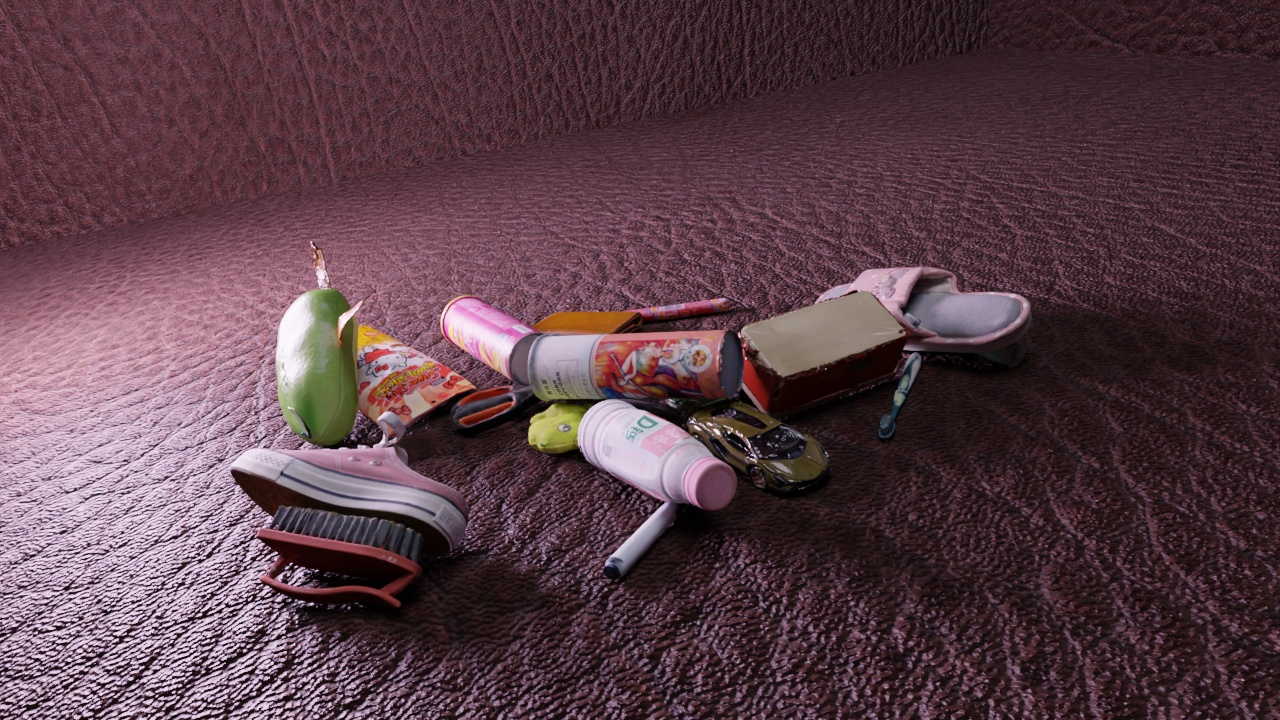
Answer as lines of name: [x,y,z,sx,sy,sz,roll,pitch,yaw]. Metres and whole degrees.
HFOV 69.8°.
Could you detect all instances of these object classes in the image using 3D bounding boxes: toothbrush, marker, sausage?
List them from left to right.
toothbrush: [-0.031,0.044,1.004,0.181,0.016,0.018,9,35,38]
marker: [0.011,0.139,0.760,0.023,0.018,0.130,-39,-1,40]
sausage: [0.049,-0.066,1.226,0.156,0.020,0.020,-7,23,5]
toothbrush: [0.263,0.029,0.924,0.016,0.018,0.191,2,26,26]
toothbrush: [0.339,-0.036,1.039,0.027,0.026,0.224,-39,30,-11]

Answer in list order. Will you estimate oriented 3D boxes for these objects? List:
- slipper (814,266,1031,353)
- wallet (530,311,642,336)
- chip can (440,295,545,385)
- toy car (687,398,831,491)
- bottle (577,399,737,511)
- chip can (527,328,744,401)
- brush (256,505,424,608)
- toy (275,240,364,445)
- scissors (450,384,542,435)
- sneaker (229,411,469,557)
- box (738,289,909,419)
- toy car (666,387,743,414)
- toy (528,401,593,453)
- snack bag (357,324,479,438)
slipper: [0.300,-0.062,1.026,0.114,0.054,0.275,-43,31,-23]
wallet: [-0.080,-0.038,1.190,0.131,0.035,0.118,2,25,28]
chip can: [-0.180,-0.026,1.154,0.071,0.071,0.211,-21,26,-27]
toy car: [0.108,0.076,0.847,0.070,0.042,0.158,-23,29,-29]
bottle: [0.013,0.084,0.797,0.068,0.068,0.197,-20,18,-24]
chip can: [-0.006,0.005,0.934,0.215,0.071,0.071,-1,24,26]
brush: [-0.243,0.166,0.752,0.146,0.063,0.069,3,56,23]
toy: [-0.370,-0.005,1.056,0.089,0.228,0.246,9,49,-33]
scissors: [-0.107,0.023,1.042,0.234,0.022,0.137,-27,25,-22]
sneaker: [-0.252,0.109,0.824,0.241,0.118,0.087,7,45,21]
box: [0.185,-0.015,0.944,0.168,0.080,0.091,-18,50,-20]
toy car: [0.071,0.028,0.980,0.091,0.036,0.043,-22,27,-18]
toy: [-0.082,0.070,0.943,0.097,0.031,0.099,0,21,30]
snack bag: [-0.301,0.024,1.111,0.128,0.073,0.208,-26,35,-35]
